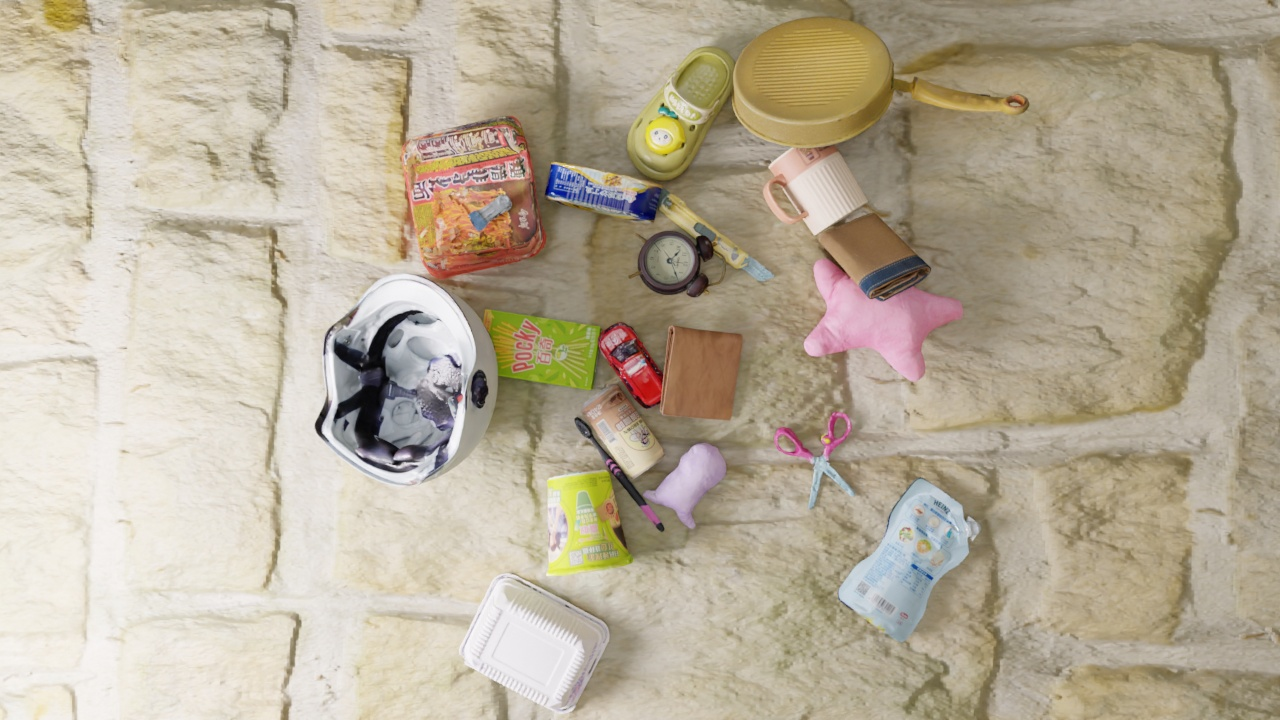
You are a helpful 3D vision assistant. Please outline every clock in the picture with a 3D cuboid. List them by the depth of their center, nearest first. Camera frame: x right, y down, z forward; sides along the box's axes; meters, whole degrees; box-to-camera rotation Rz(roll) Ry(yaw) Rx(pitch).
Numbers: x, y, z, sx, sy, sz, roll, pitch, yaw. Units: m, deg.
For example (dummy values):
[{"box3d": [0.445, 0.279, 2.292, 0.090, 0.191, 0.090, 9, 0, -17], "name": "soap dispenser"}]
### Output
[{"box3d": [0.049, -0.125, 1.179, 0.122, 0.055, 0.082, 10, 90, 2], "name": "clock"}]

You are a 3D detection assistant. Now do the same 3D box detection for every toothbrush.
[{"box3d": [-0.028, 0.150, 1.204, 0.014, 0.018, 0.189, -38, 89, 1], "name": "toothbrush"}]

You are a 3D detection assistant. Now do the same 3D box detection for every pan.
[{"box3d": [0.290, -0.333, 1.124, 0.358, 0.078, 0.197, 2, 59, 13], "name": "pan"}]

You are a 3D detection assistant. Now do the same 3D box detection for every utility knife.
[{"box3d": [0.095, -0.161, 1.199, 0.188, 0.020, 0.031, 37, 98, -1], "name": "utility knife"}]

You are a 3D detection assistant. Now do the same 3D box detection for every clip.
[{"box3d": [-0.185, -0.185, 1.139, 0.058, 0.045, 0.027, -34, 90, -8], "name": "clip"}]

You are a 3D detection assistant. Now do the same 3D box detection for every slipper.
[{"box3d": [0.052, -0.323, 1.169, 0.091, 0.081, 0.190, 34, 90, 6], "name": "slipper"}]

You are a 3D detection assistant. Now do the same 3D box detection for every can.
[{"box3d": [-0.049, -0.215, 1.178, 0.148, 0.074, 0.049, 13, 94, 5], "name": "can"}, {"box3d": [-0.022, 0.091, 1.182, 0.058, 0.058, 0.116, -36, 87, 3], "name": "can"}]

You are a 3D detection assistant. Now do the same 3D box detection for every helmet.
[{"box3d": [-0.269, 0.026, 1.150, 0.229, 0.145, 0.258, 14, 94, 22], "name": "helmet"}]

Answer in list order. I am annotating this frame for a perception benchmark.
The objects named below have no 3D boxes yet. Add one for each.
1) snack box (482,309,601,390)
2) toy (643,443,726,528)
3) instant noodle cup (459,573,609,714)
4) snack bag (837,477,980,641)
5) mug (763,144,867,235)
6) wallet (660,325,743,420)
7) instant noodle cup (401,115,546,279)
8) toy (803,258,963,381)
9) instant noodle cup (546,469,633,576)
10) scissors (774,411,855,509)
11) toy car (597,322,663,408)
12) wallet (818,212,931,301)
[{"box3d": [-0.134, -0.014, 1.207, 0.156, 0.026, 0.086, 9, 90, 5], "name": "snack box"}, {"box3d": [0.068, 0.157, 1.186, 0.084, 0.039, 0.108, 39, 89, -14], "name": "toy"}, {"box3d": [-0.141, 0.373, 1.191, 0.173, 0.060, 0.138, 27, 92, 2], "name": "instant noodle cup"}, {"box3d": [0.343, 0.253, 1.166, 0.110, 0.039, 0.191, 34, 90, 9], "name": "snack bag"}, {"box3d": [0.212, -0.215, 1.148, 0.114, 0.082, 0.106, -32, 89, -18], "name": "mug"}, {"box3d": [0.078, 0.017, 1.177, 0.101, 0.020, 0.115, 7, 93, -21], "name": "wallet"}, {"box3d": [-0.210, -0.206, 1.187, 0.164, 0.079, 0.189, -10, 88, 4], "name": "instant noodle cup"}, {"box3d": [0.308, -0.070, 1.153, 0.194, 0.075, 0.178, 12, 79, 2], "name": "toy"}, {"box3d": [-0.072, 0.204, 1.166, 0.112, 0.111, 0.123, -9, 82, 4], "name": "instant noodle cup"}, {"box3d": [0.227, 0.127, 1.187, 0.131, 0.017, 0.133, 13, 94, 2], "name": "scissors"}, {"box3d": [-0.007, 0.007, 1.182, 0.053, 0.045, 0.120, -36, 98, -1], "name": "toy car"}, {"box3d": [0.286, -0.129, 1.128, 0.090, 0.033, 0.115, -24, 55, -12], "name": "wallet"}]
